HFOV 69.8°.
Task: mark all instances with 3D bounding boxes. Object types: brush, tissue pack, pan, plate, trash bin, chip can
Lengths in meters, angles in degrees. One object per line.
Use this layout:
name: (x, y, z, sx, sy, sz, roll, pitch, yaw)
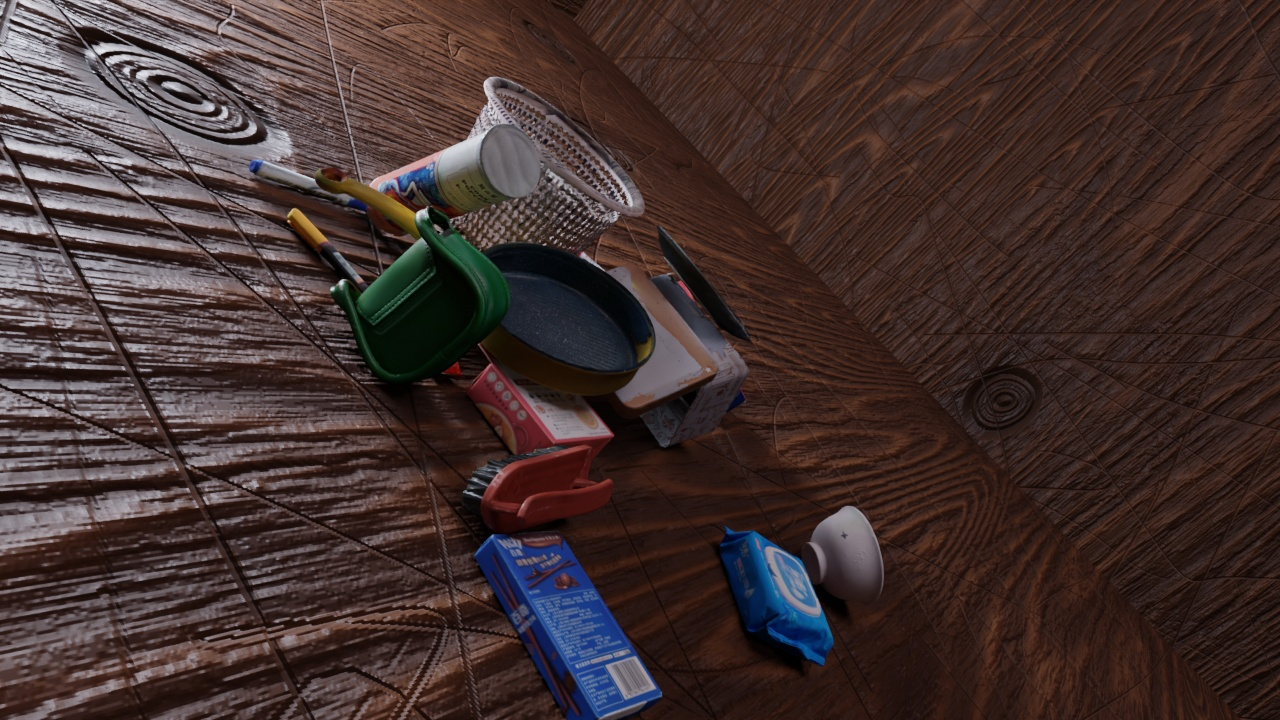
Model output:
brush: (-0.081, 0.108, 0.754, 0.069, 0.063, 0.145, 16, 8, 26)
tissue pack: (0.140, 0.238, 0.954, 0.095, 0.052, 0.157, 32, 22, -29)
pan: (-0.144, -0.084, 0.885, 0.357, 0.078, 0.197, 20, 33, -17)
plate: (0.070, -0.088, 1.111, 0.179, 0.024, 0.179, 50, 3, -4)
trash bin: (-0.140, -0.180, 1.065, 0.227, 0.192, 0.227, 37, 20, -17)
chip can: (-0.197, -0.179, 0.937, 0.071, 0.215, 0.071, 6, 81, -45)

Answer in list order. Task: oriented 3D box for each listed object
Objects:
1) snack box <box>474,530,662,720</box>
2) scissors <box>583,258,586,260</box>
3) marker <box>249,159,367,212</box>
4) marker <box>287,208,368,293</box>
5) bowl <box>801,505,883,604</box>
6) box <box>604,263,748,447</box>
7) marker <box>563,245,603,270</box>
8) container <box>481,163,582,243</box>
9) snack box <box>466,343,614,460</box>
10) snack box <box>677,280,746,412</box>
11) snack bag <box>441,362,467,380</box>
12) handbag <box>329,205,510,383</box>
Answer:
snack box: (-0.055, 0.199, 0.690, 0.157, 0.026, 0.084, 53, 21, 26)
scissors: (-0.087, -0.113, 1.308, 0.159, 0.014, 0.170, 47, 21, 8)
marker: (-0.335, -0.179, 0.947, 0.145, 0.017, 0.017, 14, 34, -55)
marker: (-0.289, -0.095, 0.867, 0.124, 0.015, 0.018, 46, 21, 1)
bowl: (0.233, 0.238, 1.100, 0.064, 0.118, 0.118, -8, 40, -15)
box: (-0.007, 0.006, 1.060, 0.192, 0.157, 0.183, -17, 57, -33)
marker: (-0.064, -0.134, 1.395, 0.145, 0.017, 0.017, 41, 19, -6)
container: (-0.144, -0.193, 1.208, 0.090, 0.114, 0.090, 43, 19, 0)
snack box: (-0.102, 0.044, 0.895, 0.127, 0.044, 0.113, 50, 21, 20)
snack box: (0.080, -0.011, 1.248, 0.207, 0.057, 0.058, 58, 5, -40)
snack bag: (-0.197, -0.026, 0.865, 0.104, 0.026, 0.048, 66, 14, 17)
handbag: (-0.189, -0.050, 0.787, 0.120, 0.131, 0.068, 51, 15, 1)
